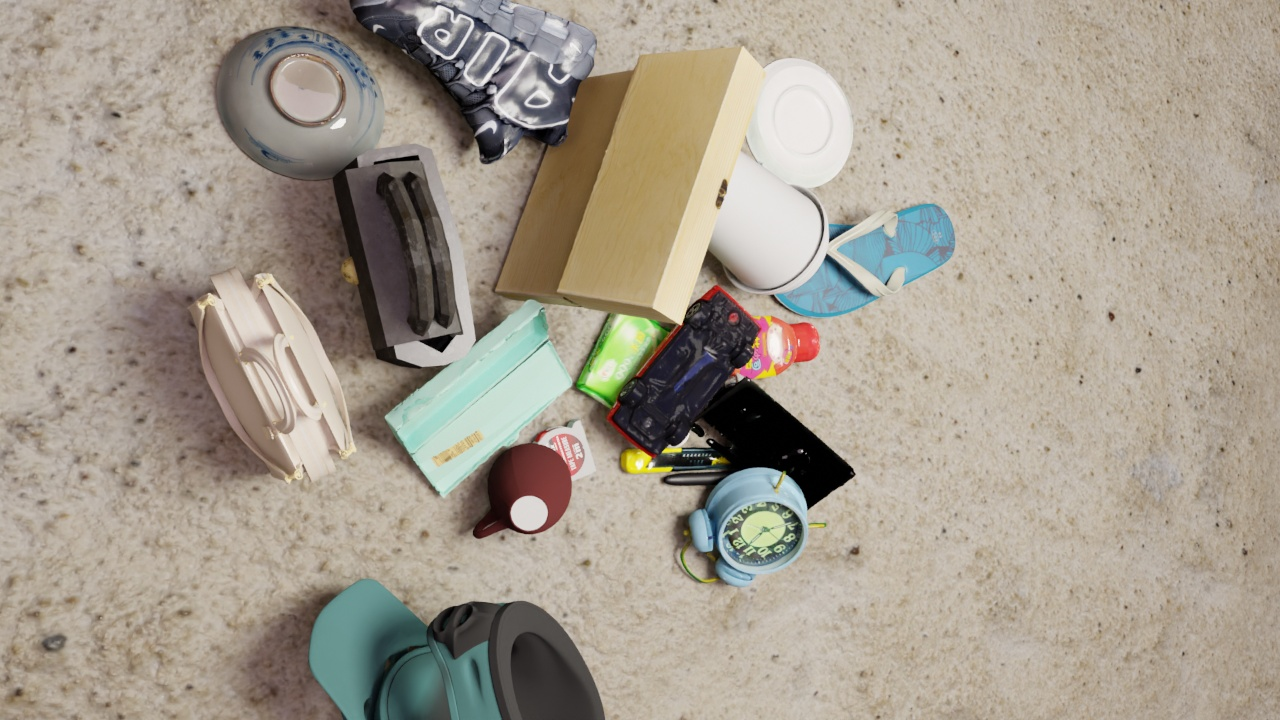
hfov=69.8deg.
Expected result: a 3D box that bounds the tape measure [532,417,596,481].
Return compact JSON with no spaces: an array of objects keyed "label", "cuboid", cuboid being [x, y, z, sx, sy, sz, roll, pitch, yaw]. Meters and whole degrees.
[{"label":"tape measure","cuboid":[-0.083,0.100,0.978,0.062,0.020,0.060,-21,99,-22]}]

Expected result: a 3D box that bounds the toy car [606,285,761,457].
[{"label":"toy car","cuboid":[0.048,0.013,0.980,0.081,0.056,0.189,41,82,-14]}]

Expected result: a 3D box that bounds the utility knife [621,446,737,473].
[{"label":"utility knife","cuboid":[0.059,0.112,1.044,0.172,0.020,0.029,0,91,-26]}]

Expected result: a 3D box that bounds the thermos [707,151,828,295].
[{"label":"thermos","cuboid":[0.098,-0.161,0.962,0.221,0.132,0.131,27,78,-48]}]

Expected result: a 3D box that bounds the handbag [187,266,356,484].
[{"label":"handbag","cuboid":[-0.310,0.014,0.778,0.101,0.198,0.194,-27,101,-22]}]

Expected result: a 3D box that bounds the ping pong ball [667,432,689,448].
[{"label":"ping pong ball","cuboid":[0.035,0.078,1.020,0.040,0.040,0.040,0,90,-24]}]

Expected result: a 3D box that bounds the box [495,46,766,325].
[{"label":"box","cuboid":[-0.022,-0.167,0.883,0.068,0.254,0.246,26,79,-39]}]

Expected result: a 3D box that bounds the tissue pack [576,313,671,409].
[{"label":"tissue pack","cuboid":[-0.006,0.006,1.006,0.099,0.034,0.114,30,76,-20]}]

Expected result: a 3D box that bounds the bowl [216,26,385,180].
[{"label":"bowl","cuboid":[-0.312,-0.246,0.854,0.150,0.057,0.150,0,90,-24]}]

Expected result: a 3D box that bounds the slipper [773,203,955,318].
[{"label":"slipper","cuboid":[0.285,-0.126,1.123,0.294,0.060,0.118,-18,101,-23]}]

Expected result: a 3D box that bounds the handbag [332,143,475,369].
[{"label":"handbag","cuboid":[-0.214,-0.088,0.821,0.102,0.200,0.197,-15,95,-24]}]

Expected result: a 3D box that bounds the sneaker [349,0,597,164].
[{"label":"sneaker","cuboid":[-0.162,-0.269,0.883,0.252,0.097,0.151,5,91,-37]}]

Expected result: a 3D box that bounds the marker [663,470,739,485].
[{"label":"marker","cuboid":[0.088,0.136,1.056,0.133,0.018,0.015,1,103,-24]}]

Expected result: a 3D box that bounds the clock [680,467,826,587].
[{"label":"clock","cuboid":[0.119,0.192,1.033,0.162,0.060,0.118,-37,111,12]}]

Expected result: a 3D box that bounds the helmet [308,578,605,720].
[{"label":"helmet","cuboid":[-0.167,0.321,0.846,0.176,0.201,0.275,-70,140,-56]}]

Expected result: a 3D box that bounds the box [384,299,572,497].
[{"label":"box","cuboid":[-0.156,0.036,0.917,0.186,0.052,0.139,-40,149,-20]}]

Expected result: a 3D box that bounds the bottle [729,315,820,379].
[{"label":"bottle","cuboid":[0.143,-0.016,1.064,0.134,0.048,0.071,-7,91,-25]}]

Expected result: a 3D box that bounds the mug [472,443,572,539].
[{"label":"mug","cuboid":[-0.121,0.144,0.915,0.114,0.088,0.087,-36,103,2]}]

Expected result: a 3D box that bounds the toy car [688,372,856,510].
[{"label":"toy car","cuboid":[0.147,0.085,1.050,0.191,0.071,0.094,38,112,-23]}]

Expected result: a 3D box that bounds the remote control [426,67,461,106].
[{"label":"remote control","cuboid":[-0.197,-0.304,0.926,0.140,0.021,0.045,48,69,-21]}]

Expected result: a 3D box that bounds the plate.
[{"label":"plate","cuboid":[0.194,-0.286,1.104,0.156,0.014,0.157,0,90,-24]}]
